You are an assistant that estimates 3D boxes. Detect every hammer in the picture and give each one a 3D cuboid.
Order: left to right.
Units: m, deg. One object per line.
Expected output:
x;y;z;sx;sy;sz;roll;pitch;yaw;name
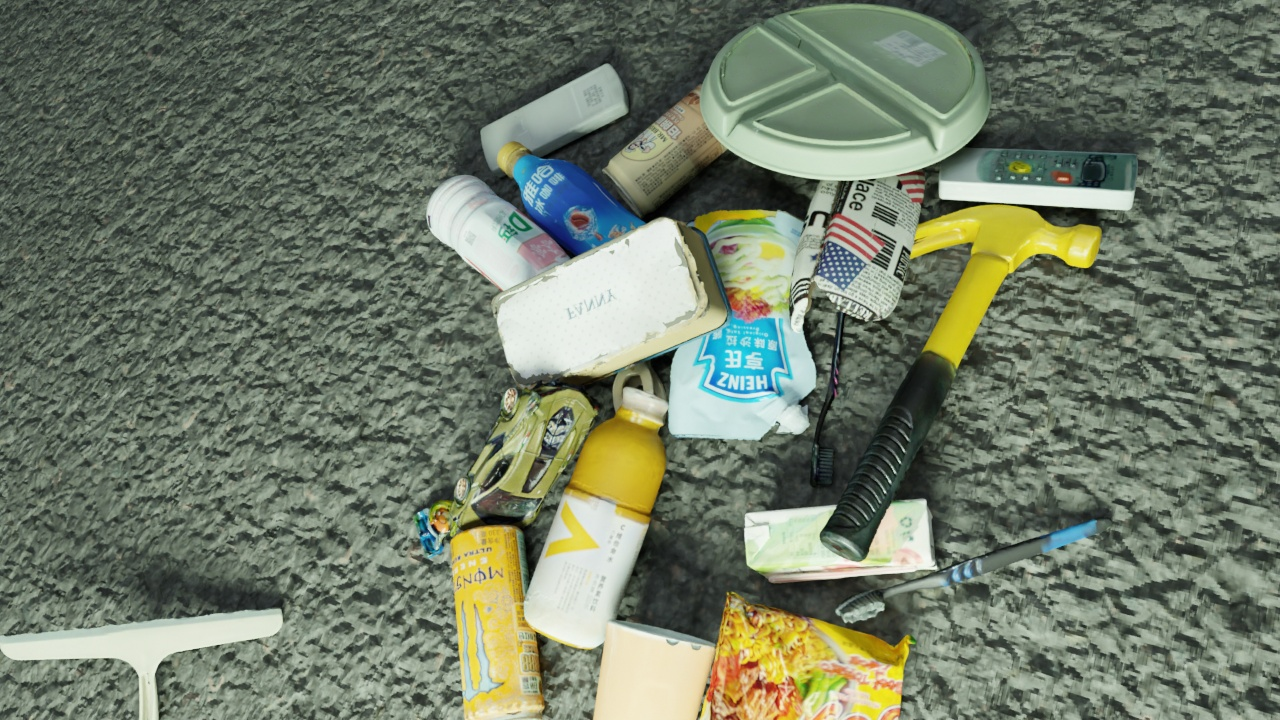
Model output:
0.202;0.004;0.630;0.129;0.033;0.300;18;63;33;hammer

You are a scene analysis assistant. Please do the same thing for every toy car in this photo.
-0.090;0.080;0.704;0.158;0.070;0.042;-58;39;23;toy car

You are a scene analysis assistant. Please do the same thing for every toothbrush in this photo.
0.150;0.005;0.697;0.018;0.014;0.189;8;71;14;toothbrush
0.217;0.135;0.596;0.189;0.016;0.014;-18;100;1;toothbrush

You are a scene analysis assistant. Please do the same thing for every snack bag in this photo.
0.082;-0.028;0.719;0.110;0.039;0.190;5;68;-1;snack bag

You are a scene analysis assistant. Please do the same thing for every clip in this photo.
-0.003;0.006;0.742;0.035;0.072;0.100;-13;70;17;clip

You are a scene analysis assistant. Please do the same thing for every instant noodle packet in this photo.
0.107;0.218;0.593;0.128;0.044;0.110;14;77;5;instant noodle packet

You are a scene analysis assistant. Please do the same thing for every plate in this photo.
0.161;-0.224;0.733;0.230;0.027;0.229;-4;49;5;plate

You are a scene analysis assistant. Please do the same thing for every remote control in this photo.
-0.083;-0.230;0.883;0.150;0.021;0.058;-23;62;11;remote control
0.293;-0.137;0.683;0.135;0.019;0.056;9;44;24;remote control

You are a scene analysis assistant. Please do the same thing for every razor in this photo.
-0.127;0.111;0.757;0.143;0.022;0.042;-30;63;7;razor

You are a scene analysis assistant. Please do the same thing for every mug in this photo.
0.003;0.245;0.622;0.078;0.078;0.122;7;76;24;mug

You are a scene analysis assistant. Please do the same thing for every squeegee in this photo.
-0.418;0.344;0.766;0.246;0.039;0.246;-6;71;0;squeegee

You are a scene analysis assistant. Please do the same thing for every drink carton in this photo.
0.137;0.125;0.628;0.123;0.053;0.045;-8;66;19;drink carton

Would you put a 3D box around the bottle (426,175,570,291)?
-0.109;-0.091;0.808;0.197;0.068;0.068;40;87;29;bottle

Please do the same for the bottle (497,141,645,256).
-0.053;-0.129;0.804;0.065;0.065;0.218;-46;59;-2;bottle

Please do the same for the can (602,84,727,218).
0.028;-0.182;0.797;0.116;0.058;0.058;-40;60;2;can

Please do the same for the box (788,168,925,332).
0.162;-0.091;0.687;0.086;0.076;0.161;13;57;17;box

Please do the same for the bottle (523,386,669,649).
-0.027;0.113;0.679;0.068;0.068;0.189;16;82;26;bottle

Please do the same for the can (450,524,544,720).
-0.109;0.200;0.691;0.058;0.058;0.145;-18;63;14;can

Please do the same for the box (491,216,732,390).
-0.019;-0.041;0.696;0.185;0.062;0.089;-20;79;20;box
